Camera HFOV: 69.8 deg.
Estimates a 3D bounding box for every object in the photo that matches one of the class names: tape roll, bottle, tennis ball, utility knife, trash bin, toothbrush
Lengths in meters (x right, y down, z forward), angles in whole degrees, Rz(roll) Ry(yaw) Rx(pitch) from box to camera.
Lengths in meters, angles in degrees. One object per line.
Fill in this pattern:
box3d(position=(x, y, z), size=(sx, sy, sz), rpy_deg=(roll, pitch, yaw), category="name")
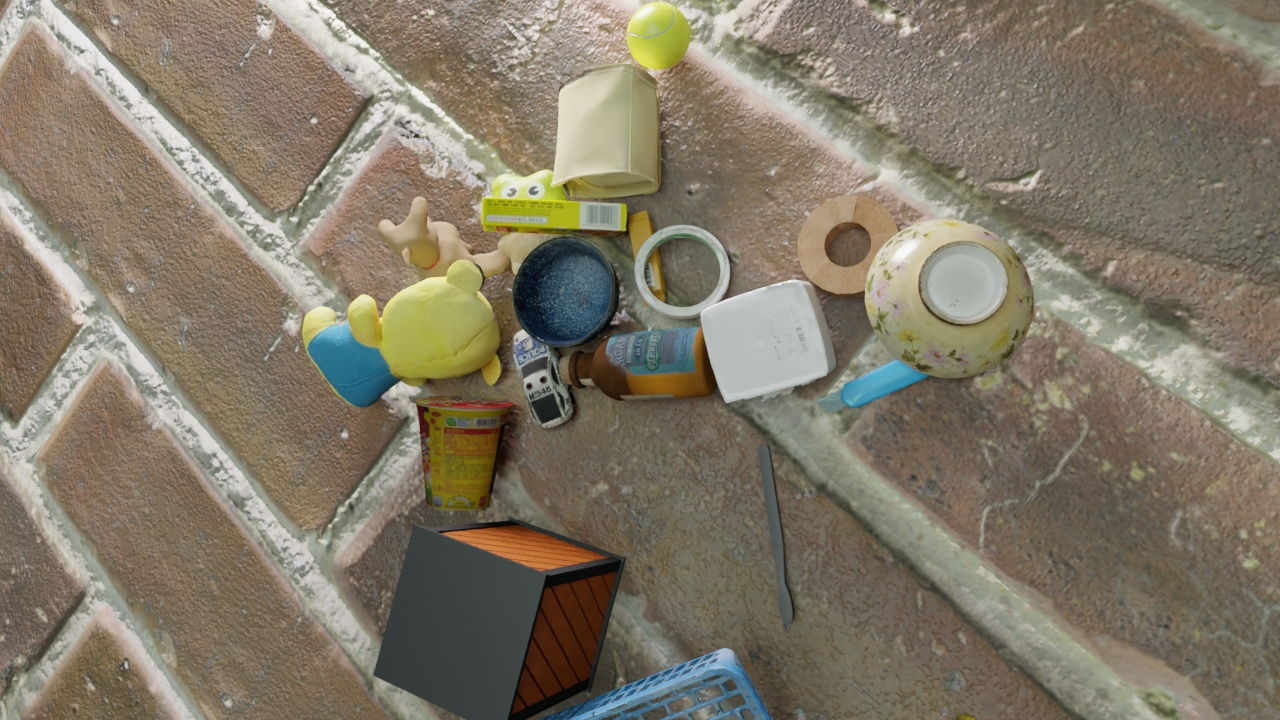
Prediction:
box3d(position=(0.196, -0.106, 0.860), size=(0.094, 0.027, 0.094), rpy_deg=(-3, 82, 22), category="tape roll")
box3d(position=(-0.005, 0.005, 0.908), size=(0.157, 0.067, 0.067), rpy_deg=(-4, 82, 22), category="bottle")
box3d(position=(0.018, -0.332, 0.939), size=(0.065, 0.065, 0.065), rpy_deg=(-3, 82, 22), category="tennis ball")
box3d(position=(0.241, 0.007, 0.832), size=(0.175, 0.015, 0.031), rpy_deg=(-26, 72, 12), category="utility knife")
box3d(position=(-0.127, 0.240, 0.872), size=(0.140, 0.171, 0.139), rpy_deg=(15, 89, 23), category="trash bin")
box3d(position=(0.128, 0.162, 0.865), size=(0.013, 0.013, 0.167), rpy_deg=(-11, 78, 21), category="toothbrush")
box3d(position=(0.042, -0.088, 0.913), size=(0.094, 0.018, 0.093), rpy_deg=(-1, 81, 6), category="tape roll")

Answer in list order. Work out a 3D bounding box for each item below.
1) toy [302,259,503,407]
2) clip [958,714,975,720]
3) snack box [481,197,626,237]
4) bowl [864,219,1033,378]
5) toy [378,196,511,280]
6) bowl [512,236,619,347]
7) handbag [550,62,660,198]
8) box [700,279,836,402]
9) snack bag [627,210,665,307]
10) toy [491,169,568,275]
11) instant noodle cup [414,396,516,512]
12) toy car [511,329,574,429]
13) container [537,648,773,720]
box3d(position=(-0.246, -0.015, 0.974), size=(0.214, 0.149, 0.083), rpy_deg=(-13, 49, 13), category="toy")
box3d(position=(0.269, 0.332, 0.782), size=(0.047, 0.047, 0.054), rpy_deg=(-6, 80, -14), category="clip")
box3d(position=(-0.088, -0.147, 0.942), size=(0.148, 0.040, 0.029), rpy_deg=(2, 88, -4), category="snack box")
box3d(position=(0.270, -0.060, 0.786), size=(0.145, 0.063, 0.145), rpy_deg=(-1, 81, 6), category="bowl")
box3d(position=(-0.226, -0.116, 0.998), size=(0.134, 0.108, 0.105), rpy_deg=(-29, 53, 17), category="toy")
box3d(position=(-0.069, -0.066, 0.946), size=(0.114, 0.060, 0.114), rpy_deg=(-3, 83, 20), category="bowl")
box3d(position=(-0.036, -0.234, 0.946), size=(0.111, 0.081, 0.119), rpy_deg=(-2, 84, 29), category="handbag")
box3d(position=(0.129, -0.018, 0.874), size=(0.107, 0.095, 0.102), rpy_deg=(-17, 89, 25), category="box")
box3d(position=(0.006, -0.104, 0.942), size=(0.026, 0.020, 0.099), rpy_deg=(-14, 78, 14), category="snack bag")
box3d(position=(-0.120, -0.145, 0.985), size=(0.092, 0.043, 0.117), rpy_deg=(-4, 86, 11), category="toy")
box3d(position=(-0.190, 0.097, 0.963), size=(0.100, 0.100, 0.112), rpy_deg=(7, 94, 23), category="instant noodle cup")
box3d(position=(-0.105, 0.016, 0.962), size=(0.048, 0.040, 0.112), rpy_deg=(-24, 75, 17), category="toy car")
box3d(position=(-0.011, 0.410, 0.815), size=(0.363, 0.089, 0.257), rpy_deg=(-27, 97, 17), category="container")
